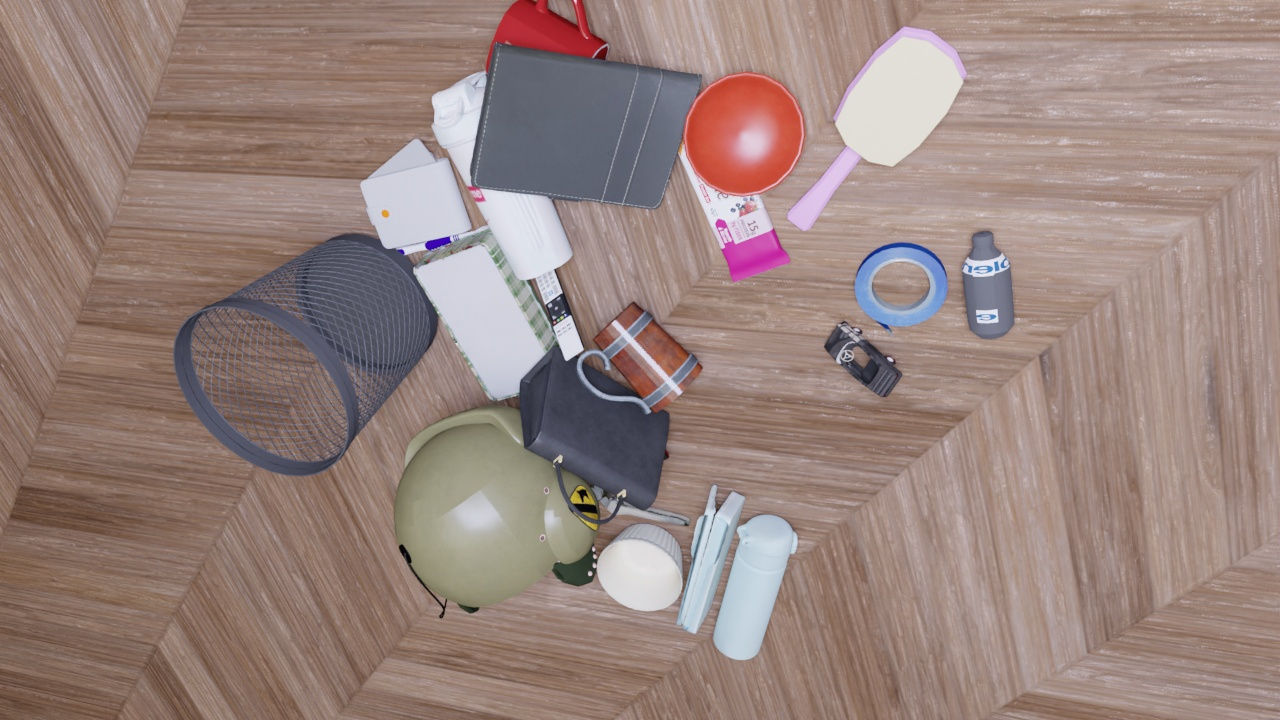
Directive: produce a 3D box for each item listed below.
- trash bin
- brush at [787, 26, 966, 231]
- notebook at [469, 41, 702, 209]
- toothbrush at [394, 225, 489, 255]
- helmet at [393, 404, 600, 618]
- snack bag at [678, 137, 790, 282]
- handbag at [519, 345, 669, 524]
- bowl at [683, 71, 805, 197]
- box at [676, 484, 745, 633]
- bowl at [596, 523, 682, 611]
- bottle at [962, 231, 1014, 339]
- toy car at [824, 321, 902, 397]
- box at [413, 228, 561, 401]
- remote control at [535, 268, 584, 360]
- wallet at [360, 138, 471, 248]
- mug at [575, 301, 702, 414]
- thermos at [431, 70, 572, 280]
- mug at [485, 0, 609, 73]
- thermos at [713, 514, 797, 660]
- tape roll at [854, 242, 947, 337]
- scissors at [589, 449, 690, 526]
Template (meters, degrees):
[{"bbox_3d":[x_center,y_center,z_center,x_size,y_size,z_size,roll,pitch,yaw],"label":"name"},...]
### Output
[{"bbox_3d":[-0.379,-0.019,1.086,0.218,0.226,0.218,10,123,15],"label":"trash bin"},{"bbox_3d":[0.222,-0.217,0.912,0.089,0.043,0.229,36,121,-3],"label":"brush"},{"bbox_3d":[-0.059,-0.230,0.932,0.209,0.029,0.170,6,136,-17],"label":"notebook"},{"bbox_3d":[-0.250,-0.142,1.115,0.187,0.015,0.016,-9,115,22],"label":"toothbrush"},{"bbox_3d":[-0.174,0.167,1.097,0.251,0.254,0.233,-20,113,26],"label":"helmet"},{"bbox_3d":[0.093,-0.181,0.987,0.070,0.016,0.196,-18,110,23],"label":"snack bag"},{"bbox_3d":[-0.054,0.107,1.048,0.175,0.195,0.072,32,123,-24],"label":"handbag"},{"bbox_3d":[0.104,-0.230,0.934,0.122,0.035,0.122,0,110,0],"label":"bowl"},{"bbox_3d":[0.086,0.260,1.182,0.067,0.083,0.199,9,120,-7],"label":"box"},{"bbox_3d":[0.006,0.268,1.218,0.115,0.062,0.115,7,118,14],"label":"bowl"},{"bbox_3d":[0.356,-0.077,0.940,0.047,0.046,0.112,-5,114,20],"label":"bottle"},{"bbox_3d":[0.241,-0.001,1.005,0.092,0.037,0.040,47,128,29],"label":"toy car"},{"bbox_3d":[-0.177,-0.052,1.111,0.118,0.050,0.205,-16,115,27],"label":"box"},{"bbox_3d":[-0.095,-0.060,1.076,0.028,0.011,0.124,-32,69,29],"label":"remote control"},{"bbox_3d":[-0.271,-0.198,1.081,0.118,0.037,0.115,-9,113,17],"label":"wallet"},{"bbox_3d":[-0.006,0.006,1.065,0.117,0.081,0.111,-44,95,-11],"label":"mug"},{"bbox_3d":[-0.150,-0.200,1.009,0.099,0.099,0.220,-14,115,23],"label":"thermos"},{"bbox_3d":[-0.088,-0.320,0.932,0.096,0.080,0.117,30,127,1],"label":"mug"},{"bbox_3d":[0.146,0.292,1.186,0.078,0.065,0.207,4,120,-11],"label":"thermos"},{"bbox_3d":[0.278,-0.081,0.980,0.093,0.016,0.091,-37,101,29],"label":"tape roll"},{"bbox_3d":[-0.019,0.176,1.207,0.179,0.015,0.199,37,122,-3],"label":"scissors"}]
